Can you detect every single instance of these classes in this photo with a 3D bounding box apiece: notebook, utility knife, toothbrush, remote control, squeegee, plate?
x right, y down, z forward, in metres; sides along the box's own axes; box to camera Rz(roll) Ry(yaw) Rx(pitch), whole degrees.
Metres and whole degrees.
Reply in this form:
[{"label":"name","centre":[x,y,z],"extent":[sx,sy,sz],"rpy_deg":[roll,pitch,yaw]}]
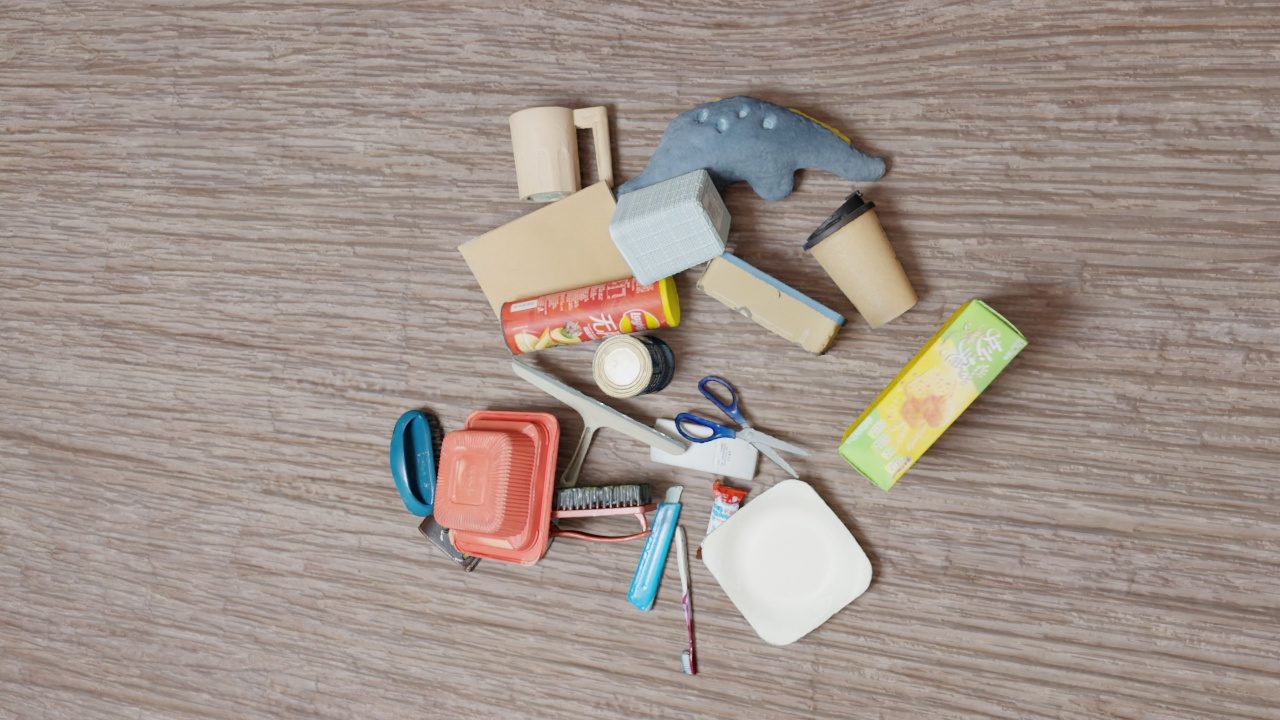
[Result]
[{"label":"notebook","centre":[-0.106,-0.119,1.161],"extent":[0.212,0.012,0.149],"rpy_deg":[-21,109,16]},{"label":"utility knife","centre":[0.021,0.235,1.156],"extent":[0.034,0.018,0.166],"rpy_deg":[18,95,8]},{"label":"toothbrush","centre":[0.054,0.301,1.149],"extent":[0.017,0.016,0.187],"rpy_deg":[-5,90,26]},{"label":"remote control","centre":[0.079,0.108,1.134],"extent":[0.135,0.019,0.056],"rpy_deg":[9,94,17]},{"label":"squeegee","centre":[-0.095,0.156,1.178],"extent":[0.246,0.039,0.247],"rpy_deg":[26,104,11]},{"label":"plate","centre":[0.175,0.238,1.096],"extent":[0.164,0.034,0.164],"rpy_deg":[-38,83,10]}]

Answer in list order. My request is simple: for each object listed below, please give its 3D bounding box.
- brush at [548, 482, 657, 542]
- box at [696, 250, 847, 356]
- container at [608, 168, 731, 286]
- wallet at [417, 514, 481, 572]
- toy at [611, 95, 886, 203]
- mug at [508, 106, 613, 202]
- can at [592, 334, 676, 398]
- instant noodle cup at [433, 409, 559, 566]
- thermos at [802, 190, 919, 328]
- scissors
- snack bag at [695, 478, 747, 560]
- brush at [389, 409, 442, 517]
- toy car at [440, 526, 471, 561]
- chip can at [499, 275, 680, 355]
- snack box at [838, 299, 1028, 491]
[{"label":"brush","centre":[-0.056,0.187,1.118],"extent":[0.146,0.063,0.069],"rpy_deg":[-5,84,17]},{"label":"box","centre":[0.159,-0.064,1.072],"extent":[0.184,0.089,0.059],"rpy_deg":[29,98,12]},{"label":"container","centre":[0.038,-0.156,1.059],"extent":[0.112,0.089,0.090],"rpy_deg":[-17,124,26]},{"label":"wallet","centre":[-0.230,0.210,1.230],"extent":[0.096,0.020,0.122],"rpy_deg":[39,100,7]},{"label":"toy","centre":[0.102,-0.239,1.091],"extent":[0.357,0.091,0.138],"rpy_deg":[-10,116,18]},{"label":"mug","centre":[-0.098,-0.259,1.152],"extent":[0.124,0.084,0.103],"rpy_deg":[-6,91,2]},{"label":"can","centre":[-0.007,0.006,1.110],"extent":[0.075,0.111,0.075],"rpy_deg":[0,91,17]},{"label":"instant noodle cup","centre":[-0.184,0.151,1.122],"extent":[0.165,0.079,0.188],"rpy_deg":[-2,79,37]},{"label":"thermos","centre":[0.253,-0.112,1.045],"extent":[0.093,0.093,0.143],"rpy_deg":[-34,89,14]},{"label":"scissors","centre":[0.117,0.091,1.105],"extent":[0.147,0.012,0.169],"rpy_deg":[-26,67,2]},{"label":"snack bag","centre":[0.100,0.199,1.126],"extent":[0.045,0.026,0.105],"rpy_deg":[12,97,2]},{"label":"brush","centre":[-0.298,0.135,1.213],"extent":[0.055,0.073,0.143],"rpy_deg":[-15,77,27]},{"label":"toy car","centre":[-0.208,0.211,1.199],"extent":[0.122,0.037,0.056],"rpy_deg":[-41,76,16]},{"label":"chip can","centre":[-0.063,-0.058,1.137],"extent":[0.217,0.073,0.073],"rpy_deg":[-10,88,11]},{"label":"snack box","centre":[0.310,0.035,0.991],"extent":[0.070,0.157,0.210],"rpy_deg":[43,102,10]}]
